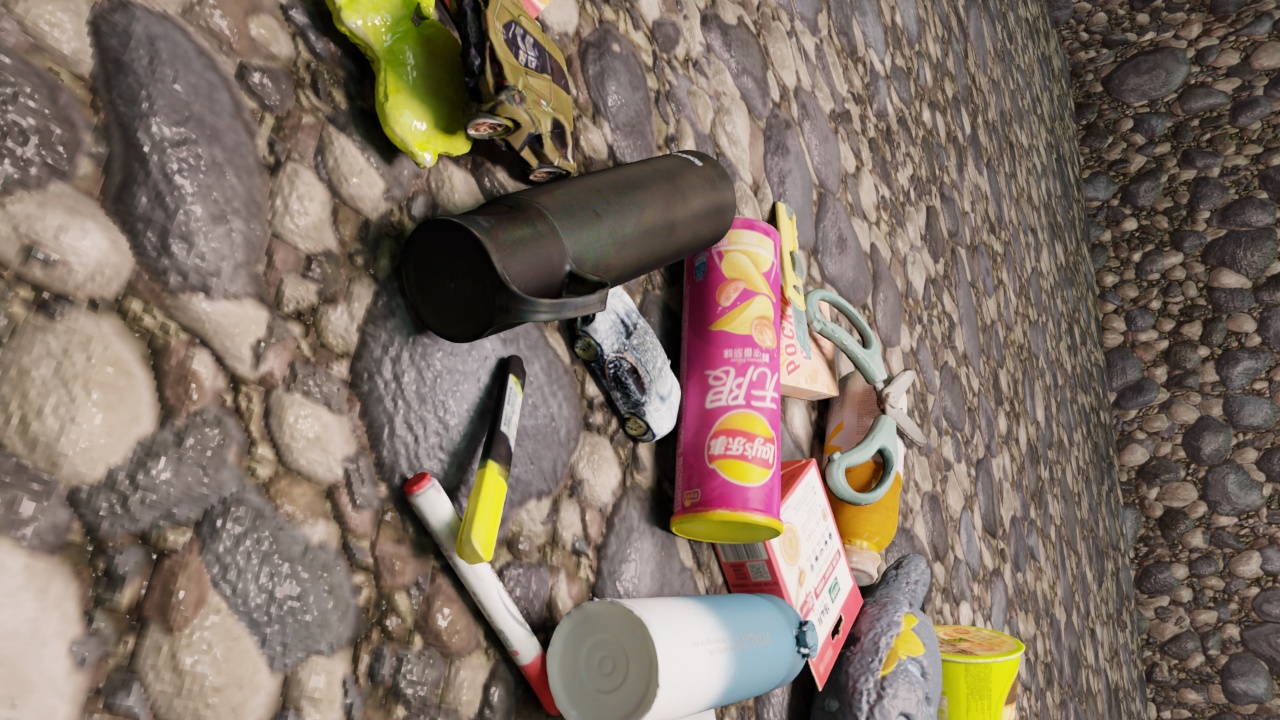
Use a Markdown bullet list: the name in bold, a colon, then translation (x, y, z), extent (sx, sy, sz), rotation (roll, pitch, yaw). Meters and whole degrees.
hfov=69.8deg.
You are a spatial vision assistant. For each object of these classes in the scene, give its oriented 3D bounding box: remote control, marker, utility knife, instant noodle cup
- **remote control**: translation (0.034, 0.271, 0.544), extent (0.055, 0.020, 0.136), rotation (-3, 83, -56)
- **marker**: translation (-0.071, 0.113, 0.437), extent (0.145, 0.017, 0.017), rotation (64, 36, -22)
- **marker**: translation (-0.070, 0.044, 0.445), extent (0.018, 0.015, 0.123), rotation (55, 27, -39)
- **utility knife**: translation (0.123, -0.072, 0.748), extent (0.031, 0.021, 0.204), rotation (38, 39, -27)
- **instant noodle cup**: translation (0.302, 0.323, 0.860), extent (0.111, 0.112, 0.123), rotation (0, 89, -56)

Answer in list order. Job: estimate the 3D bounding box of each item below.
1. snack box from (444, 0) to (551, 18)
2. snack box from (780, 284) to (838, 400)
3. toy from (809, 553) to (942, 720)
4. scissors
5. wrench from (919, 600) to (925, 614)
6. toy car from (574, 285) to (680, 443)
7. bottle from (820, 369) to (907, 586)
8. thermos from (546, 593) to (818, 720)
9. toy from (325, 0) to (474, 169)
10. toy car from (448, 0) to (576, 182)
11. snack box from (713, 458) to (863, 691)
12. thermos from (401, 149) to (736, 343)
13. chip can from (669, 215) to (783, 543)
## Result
- **snack box**: translation (-0.081, -0.255, 0.506), extent (0.113, 0.044, 0.126), rotation (56, 39, -30)
- **snack box**: translation (0.116, -0.016, 0.745), extent (0.157, 0.026, 0.084), rotation (11, 71, -55)
- **toy**: translation (0.183, 0.265, 0.702), extent (0.355, 0.091, 0.138), rotation (-63, 143, -45)
- **scissors**: translation (0.171, 0.032, 0.740), extent (0.171, 0.019, 0.169), rotation (48, 48, -14)
- **wrench**: translation (0.236, 0.271, 0.772), extent (0.016, 0.056, 0.272), rotation (29, 21, -1)
- **toy car**: translation (-0.003, 0.003, 0.558), extent (0.105, 0.031, 0.048), rotation (60, 38, -27)
- **bottle**: translation (0.188, 0.097, 0.782), extent (0.068, 0.068, 0.189), rotation (47, 45, -38)
- **thermos**: translation (0.036, 0.164, 0.520), extent (0.220, 0.070, 0.070), rotation (20, 64, -57)
- **toy**: translation (-0.109, -0.145, 0.444), extent (0.100, 0.031, 0.096), rotation (48, 42, -37)
- **toy car**: translation (-0.059, -0.140, 0.475), extent (0.158, 0.042, 0.070), rotation (17, 65, -80)
- **snack box**: translation (0.110, 0.153, 0.670), extent (0.113, 0.044, 0.127), rotation (-36, 109, -55)
- **thermos**: translation (-0.017, -0.065, 0.509), extent (0.241, 0.090, 0.069), rotation (-33, 144, -55)
- **chip can**: translation (0.060, 0.011, 0.612), extent (0.071, 0.072, 0.210), rotation (30, 56, -49)
